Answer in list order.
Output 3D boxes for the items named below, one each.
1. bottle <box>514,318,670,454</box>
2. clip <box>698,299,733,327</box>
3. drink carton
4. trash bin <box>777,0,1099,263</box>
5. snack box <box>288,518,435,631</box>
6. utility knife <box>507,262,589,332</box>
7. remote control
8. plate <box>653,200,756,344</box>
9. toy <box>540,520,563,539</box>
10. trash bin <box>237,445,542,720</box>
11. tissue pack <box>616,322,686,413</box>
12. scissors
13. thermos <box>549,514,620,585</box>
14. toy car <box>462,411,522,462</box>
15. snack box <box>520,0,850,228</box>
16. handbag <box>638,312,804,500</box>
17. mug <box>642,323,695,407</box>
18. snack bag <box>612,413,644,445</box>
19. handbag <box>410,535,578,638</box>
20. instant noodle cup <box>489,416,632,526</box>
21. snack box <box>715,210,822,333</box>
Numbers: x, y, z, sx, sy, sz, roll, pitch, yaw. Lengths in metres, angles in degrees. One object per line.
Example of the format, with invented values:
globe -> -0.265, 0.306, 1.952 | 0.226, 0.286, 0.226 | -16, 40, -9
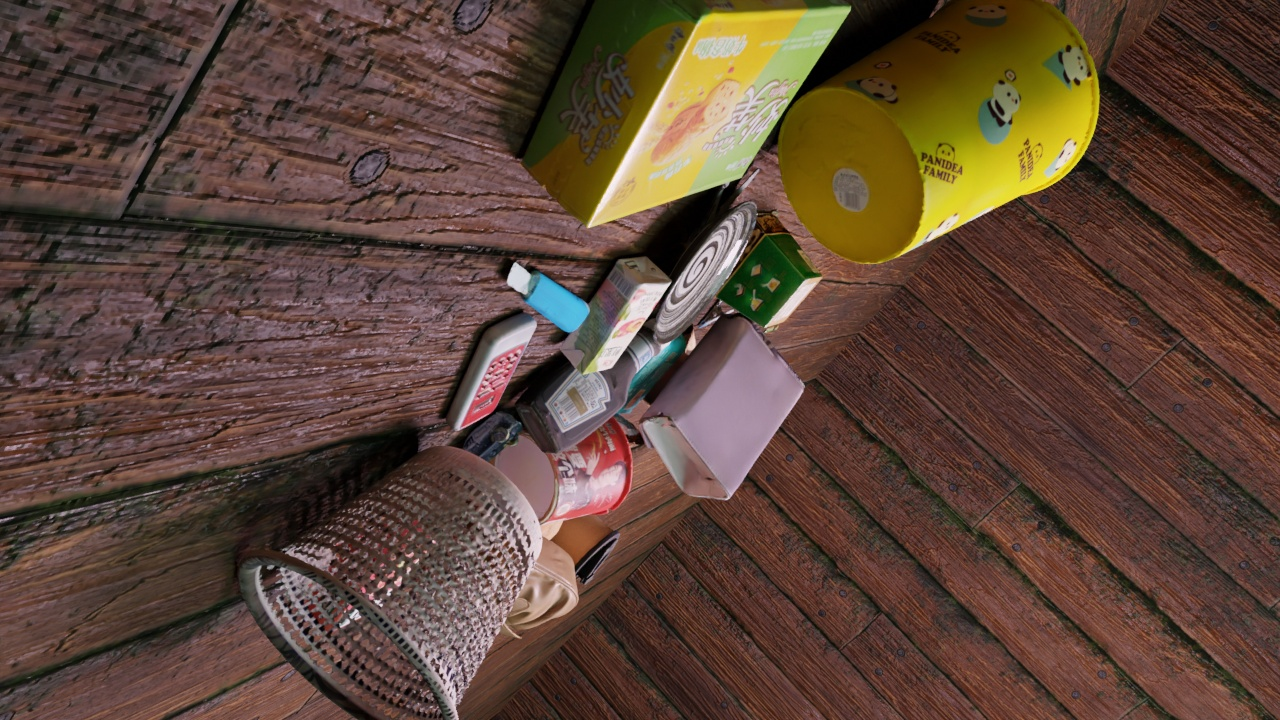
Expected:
bottle -> -0.042, 0.018, 0.982 | 0.194, 0.080, 0.044 | -39, -161, -30
clip -> 0.103, -0.065, 1.283 | 0.056, 0.026, 0.024 | -39, 169, 33
drink carton -> -0.027, -0.045, 0.906 | 0.053, 0.045, 0.123 | -15, 147, -53
trash bin -> 0.296, -0.234, 0.948 | 0.254, 0.229, 0.230 | -31, 161, -28
snack box -> -0.282, 0.220, 0.946 | 0.113, 0.044, 0.126 | -51, 164, 23
utility knife -> -0.079, -0.054, 0.788 | 0.034, 0.018, 0.187 | -56, 165, -1
remote control -> -0.134, 0.012, 0.820 | 0.055, 0.020, 0.136 | -29, 159, -45
plate -> 0.063, -0.096, 0.969 | 0.179, 0.024, 0.180 | -48, 165, -17
toy -> -0.131, 0.168, 1.172 | 0.143, 0.082, 0.227 | -31, 156, -45
trash bin -> -0.197, 0.189, 0.805 | 0.191, 0.227, 0.228 | -49, 172, -42
tissue pack -> -0.007, 0.006, 1.101 | 0.133, 0.050, 0.093 | -48, 164, 12
scissors -> 0.051, -0.116, 0.987 | 0.226, 0.015, 0.189 | -44, 166, 1
thermos -> -0.099, 0.244, 1.325 | 0.093, 0.143, 0.093 | -42, 167, -13
toy car -> -0.161, 0.089, 0.935 | 0.090, 0.034, 0.043 | -43, 169, 1
snack box -> 0.035, -0.188, 0.622 | 0.209, 0.070, 0.158 | -28, 158, -49
handbag -> 0.097, 0.054, 1.137 | 0.099, 0.145, 0.196 | 0, -138, 47
mug -> 0.045, 0.015, 1.243 | 0.103, 0.084, 0.124 | 64, 46, -77
snack bag -> -0.035, 0.077, 1.132 | 0.045, 0.105, 0.026 | 10, 107, -59
handbag -> -0.174, 0.266, 1.113 | 0.148, 0.099, 0.204 | -33, 130, 21
instant noodle cup -> -0.093, 0.120, 1.029 | 0.108, 0.138, 0.138 | -13, 147, -50
snack box -> 0.153, -0.107, 1.116 | 0.118, 0.105, 0.118 | -52, 166, 24
